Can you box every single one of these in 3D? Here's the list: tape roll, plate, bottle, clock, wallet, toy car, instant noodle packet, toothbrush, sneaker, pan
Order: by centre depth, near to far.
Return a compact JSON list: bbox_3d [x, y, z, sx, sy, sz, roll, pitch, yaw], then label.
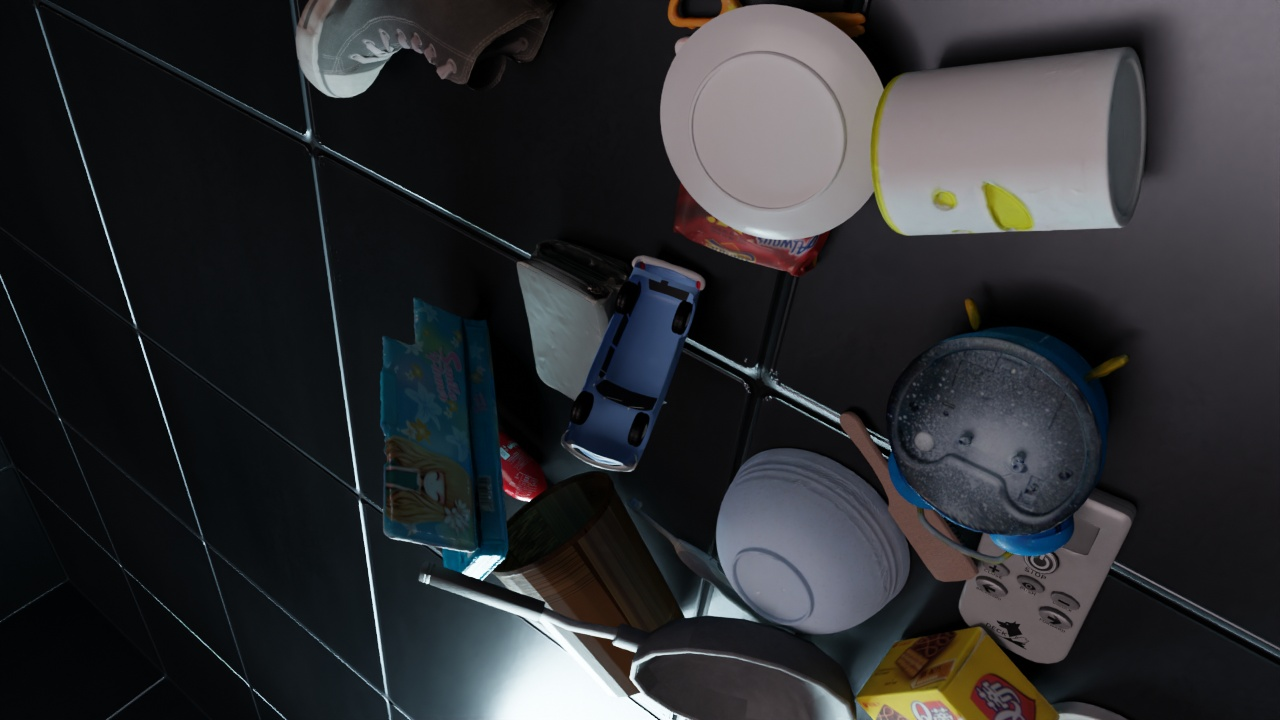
[{"bbox_3d":[0.070,-0.127,0.512,0.135,0.011,0.135,16,128,21],"label":"plate"},{"bbox_3d":[0.203,0.051,0.532,0.117,0.060,0.162,28,125,28],"label":"clock"},{"bbox_3d":[0.075,-0.118,0.552,0.098,0.039,0.136,22,131,11],"label":"instant noodle packet"},{"bbox_3d":[0.319,0.279,0.640,0.093,0.013,0.093,23,132,29],"label":"tape roll"},{"bbox_3d":[-0.004,0.004,0.651,0.056,0.153,0.055,20,171,9],"label":"toy car"},{"bbox_3d":[-0.157,-0.230,0.653,0.235,0.095,0.120,-28,98,41],"label":"sneaker"},{"bbox_3d":[-0.002,0.219,0.723,0.357,0.041,0.179,20,143,-3],"label":"pan"},{"bbox_3d":[-0.046,-0.023,0.726,0.100,0.054,0.132,31,138,34],"label":"wallet"},{"bbox_3d":[0.058,0.179,0.800,0.185,0.022,0.024,35,100,21],"label":"toothbrush"},{"bbox_3d":[-0.133,0.098,0.897,0.141,0.041,0.042,42,138,11],"label":"bottle"}]

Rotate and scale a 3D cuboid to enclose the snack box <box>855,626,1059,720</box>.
[{"bbox_3d":[0.223,0.247,0.654,0.083,0.061,0.106,48,150,3],"label":"snack box"}]

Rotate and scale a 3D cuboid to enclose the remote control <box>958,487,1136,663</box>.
[{"bbox_3d":[0.255,0.135,0.591,0.074,0.019,0.151,25,132,28],"label":"remote control"}]

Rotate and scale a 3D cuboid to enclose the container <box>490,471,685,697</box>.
[{"bbox_3d":[-0.039,0.207,0.831,0.132,0.131,0.167,-14,115,46],"label":"container"}]

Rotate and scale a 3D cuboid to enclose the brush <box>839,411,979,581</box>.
[{"bbox_3d":[0.181,0.090,0.627,0.135,0.015,0.050,56,159,5],"label":"brush"}]

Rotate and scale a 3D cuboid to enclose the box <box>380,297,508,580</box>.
[{"bbox_3d":[-0.159,0.062,0.780,0.172,0.084,0.226,78,-178,-61],"label":"box"}]

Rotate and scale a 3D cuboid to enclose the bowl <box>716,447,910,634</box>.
[{"bbox_3d":[0.114,0.147,0.685,0.151,0.074,0.151,24,132,29],"label":"bowl"}]

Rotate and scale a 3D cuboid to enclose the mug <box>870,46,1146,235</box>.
[{"bbox_3d":[0.177,-0.103,0.444,0.106,0.082,0.082,5,121,39],"label":"mug"}]

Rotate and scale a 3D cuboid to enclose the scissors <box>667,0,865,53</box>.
[{"bbox_3d":[0.072,-0.188,0.530,0.129,0.013,0.065,15,131,32],"label":"scissors"}]

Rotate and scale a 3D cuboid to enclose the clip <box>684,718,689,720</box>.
[{"bbox_3d":[0.098,0.332,0.830,0.127,0.104,0.152,5,131,37],"label":"clip"}]

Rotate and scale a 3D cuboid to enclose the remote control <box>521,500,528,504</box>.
[{"bbox_3d":[-0.101,0.146,0.926,0.140,0.009,0.030,38,137,15],"label":"remote control"}]
